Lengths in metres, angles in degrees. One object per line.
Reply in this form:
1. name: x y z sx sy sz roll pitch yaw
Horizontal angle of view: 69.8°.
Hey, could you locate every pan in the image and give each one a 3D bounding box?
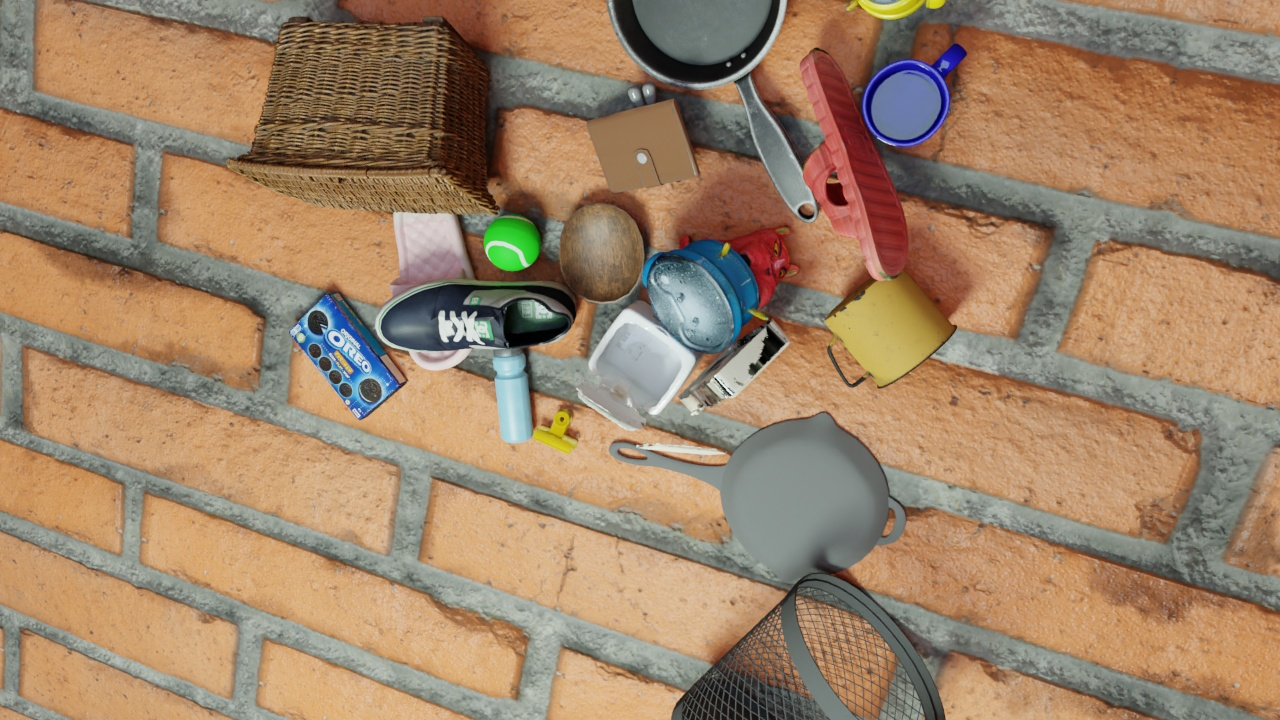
1. pan: 0.100 -0.304 0.954 0.188 0.055 0.357 -23 109 29
2. pan: 0.129 0.150 1.075 0.355 0.024 0.217 14 107 13

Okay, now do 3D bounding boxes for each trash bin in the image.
1. trash bin: 0.177 0.395 1.027 0.218 0.217 0.228 43 115 2

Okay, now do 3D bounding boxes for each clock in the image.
1. clock: 0.056 -0.069 0.968 0.162 0.060 0.117 -5 118 56
2. clock: 0.256 -0.378 0.887 0.119 0.057 0.083 -3 102 23

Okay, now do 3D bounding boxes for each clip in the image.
1. clip: -0.100 0.085 1.130 0.054 0.045 0.049 23 67 11

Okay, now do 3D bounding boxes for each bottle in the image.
1. bottle: -0.157 0.034 1.120 0.040 0.040 0.130 -1 103 16

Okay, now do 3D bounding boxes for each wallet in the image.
1. wallet: 0.001 -0.229 0.993 0.121 0.013 0.087 -3 119 38

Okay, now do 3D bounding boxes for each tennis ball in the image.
1. tennis ball: -0.148 -0.136 1.062 0.065 0.065 0.065 4 104 15

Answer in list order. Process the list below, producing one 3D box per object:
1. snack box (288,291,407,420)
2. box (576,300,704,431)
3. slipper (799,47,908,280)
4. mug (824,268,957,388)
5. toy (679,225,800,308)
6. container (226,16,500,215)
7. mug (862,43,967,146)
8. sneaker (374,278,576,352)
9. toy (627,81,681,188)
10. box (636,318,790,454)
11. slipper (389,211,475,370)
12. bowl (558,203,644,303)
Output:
1. snack box: -0.376 -0.006 1.181 0.082 0.027 0.150 -39 91 20
2. box: -0.011 0.014 1.023 0.109 0.136 0.121 37 109 7
3. slipper: 0.201 -0.190 0.919 0.059 0.103 0.248 -24 75 37
4. mug: 0.247 -0.031 0.951 0.124 0.100 0.094 -40 88 1
5. toy: 0.105 -0.110 1.008 0.133 0.093 0.088 19 135 39
6. container: -0.290 -0.269 1.009 0.250 0.162 0.183 5 86 12
7. mug: 0.272 -0.262 0.898 0.079 0.083 0.111 45 111 2
8. sneaker: -0.192 -0.046 1.054 0.235 0.079 0.084 -5 113 0
9. toy: 0.014 -0.247 1.003 0.049 0.030 0.112 -8 117 18
10. box: 0.080 0.052 0.965 0.186 0.144 0.070 -43 90 -15
11. slipper: -0.251 -0.097 1.108 0.107 0.055 0.222 -2 102 15
12. bowl: -0.042 -0.124 1.055 0.102 0.026 0.114 3 104 16
